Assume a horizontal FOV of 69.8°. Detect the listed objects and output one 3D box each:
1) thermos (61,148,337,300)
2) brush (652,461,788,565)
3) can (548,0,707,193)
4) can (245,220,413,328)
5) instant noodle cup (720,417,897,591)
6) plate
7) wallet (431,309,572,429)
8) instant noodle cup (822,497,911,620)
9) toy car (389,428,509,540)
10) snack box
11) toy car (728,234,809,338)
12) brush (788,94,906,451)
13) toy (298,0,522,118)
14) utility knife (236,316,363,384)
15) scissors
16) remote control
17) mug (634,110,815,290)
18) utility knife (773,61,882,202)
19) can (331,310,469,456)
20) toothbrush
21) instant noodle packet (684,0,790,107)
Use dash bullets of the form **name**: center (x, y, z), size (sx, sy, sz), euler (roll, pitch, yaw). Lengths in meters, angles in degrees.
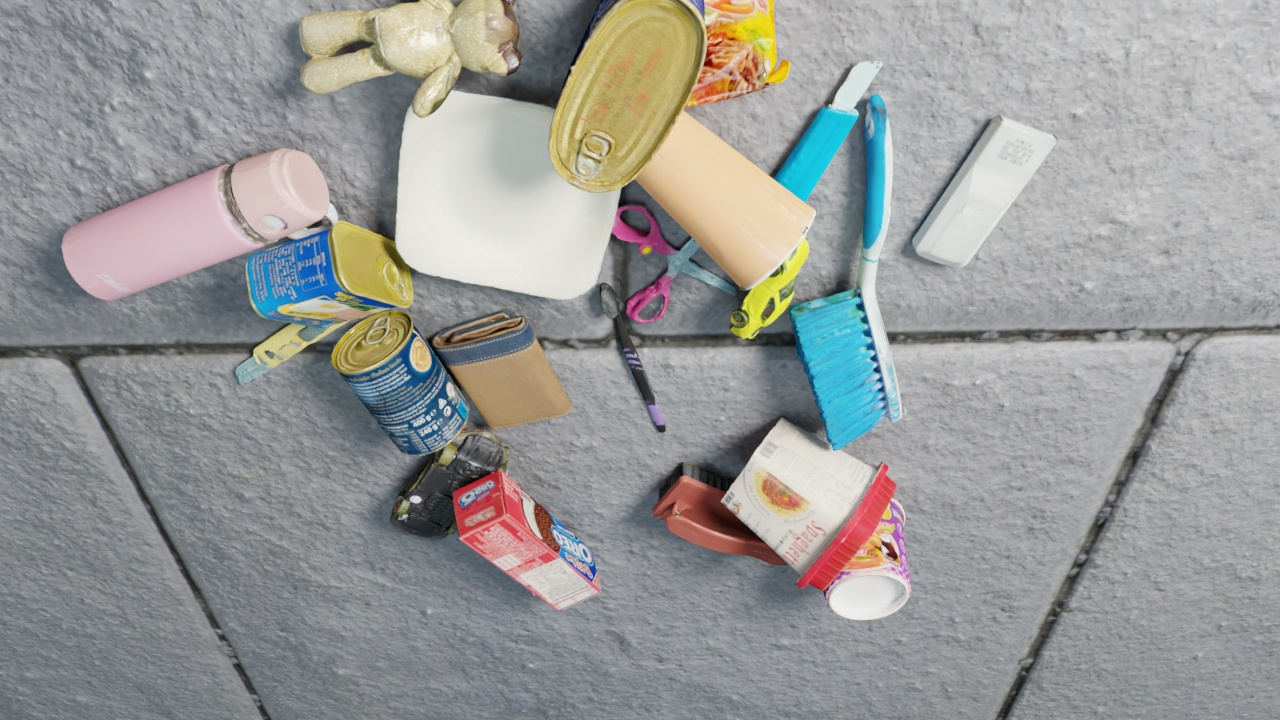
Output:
- **thermos**: center (-0.332, -0.100, 0.705), size (0.199, 0.067, 0.087), euler (-16, 150, 13)
- **brush**: center (0.088, 0.162, 0.923), size (0.145, 0.069, 0.063), euler (23, 128, -18)
- **can**: center (-0.010, -0.178, 0.587), size (0.074, 0.049, 0.149), euler (20, 133, -15)
- **can**: center (-0.241, -0.063, 0.714), size (0.083, 0.057, 0.102), euler (-14, 171, 15)
- **instant noodle cup**: center (0.153, 0.128, 0.855), size (0.124, 0.116, 0.117), euler (37, 129, 11)
- **plate**: center (-0.099, -0.127, 0.695), size (0.163, 0.034, 0.165), euler (11, 130, -9)
- **wallet**: center (-0.121, 0.012, 0.820), size (0.090, 0.033, 0.115), euler (-13, 131, 15)
- **instant noodle cup**: center (0.225, 0.202, 0.939), size (0.111, 0.099, 0.112), euler (0, 130, 0)
- **toy car**: center (-0.191, 0.124, 0.909), size (0.070, 0.042, 0.158), euler (29, 121, -26)
- **snack box**: center (-0.110, 0.187, 0.925), size (0.058, 0.057, 0.207), euler (-26, 139, 9)
- **toy car**: center (0.107, -0.058, 0.736), size (0.032, 0.048, 0.105), euler (38, 134, 11)
- **brush**: center (0.171, -0.056, 0.748), size (0.109, 0.060, 0.315), euler (-18, 127, 8)
- **toy**: center (-0.155, -0.211, 0.612), size (0.157, 0.066, 0.105), euler (-5, 89, 9)
- **utility knife**: center (-0.294, -0.024, 0.804), size (0.184, 0.019, 0.031), euler (-25, 121, 26)
- **scissors**: center (0.024, -0.079, 0.750), size (0.133, 0.017, 0.134), euler (25, 123, -25)
- **remote control**: center (0.260, -0.125, 0.701), size (0.049, 0.024, 0.125), euler (15, 129, -13)
- **mug**: center (0.056, -0.119, 0.666), size (0.123, 0.078, 0.078), euler (39, 122, -9)
- **utility knife**: center (0.124, -0.145, 0.688), size (0.034, 0.018, 0.183), euler (21, 127, -14)
- **can**: center (-0.206, 0.022, 0.799), size (0.075, 0.075, 0.111), euler (-15, 130, 13)
- **toothbrush**: center (-0.005, 0.005, 0.823), size (0.014, 0.016, 0.189), euler (-9, 132, 15)
- **instant noodle packet**: center (0.039, -0.230, 0.599), size (0.111, 0.044, 0.128), euler (-10, 130, 5)
